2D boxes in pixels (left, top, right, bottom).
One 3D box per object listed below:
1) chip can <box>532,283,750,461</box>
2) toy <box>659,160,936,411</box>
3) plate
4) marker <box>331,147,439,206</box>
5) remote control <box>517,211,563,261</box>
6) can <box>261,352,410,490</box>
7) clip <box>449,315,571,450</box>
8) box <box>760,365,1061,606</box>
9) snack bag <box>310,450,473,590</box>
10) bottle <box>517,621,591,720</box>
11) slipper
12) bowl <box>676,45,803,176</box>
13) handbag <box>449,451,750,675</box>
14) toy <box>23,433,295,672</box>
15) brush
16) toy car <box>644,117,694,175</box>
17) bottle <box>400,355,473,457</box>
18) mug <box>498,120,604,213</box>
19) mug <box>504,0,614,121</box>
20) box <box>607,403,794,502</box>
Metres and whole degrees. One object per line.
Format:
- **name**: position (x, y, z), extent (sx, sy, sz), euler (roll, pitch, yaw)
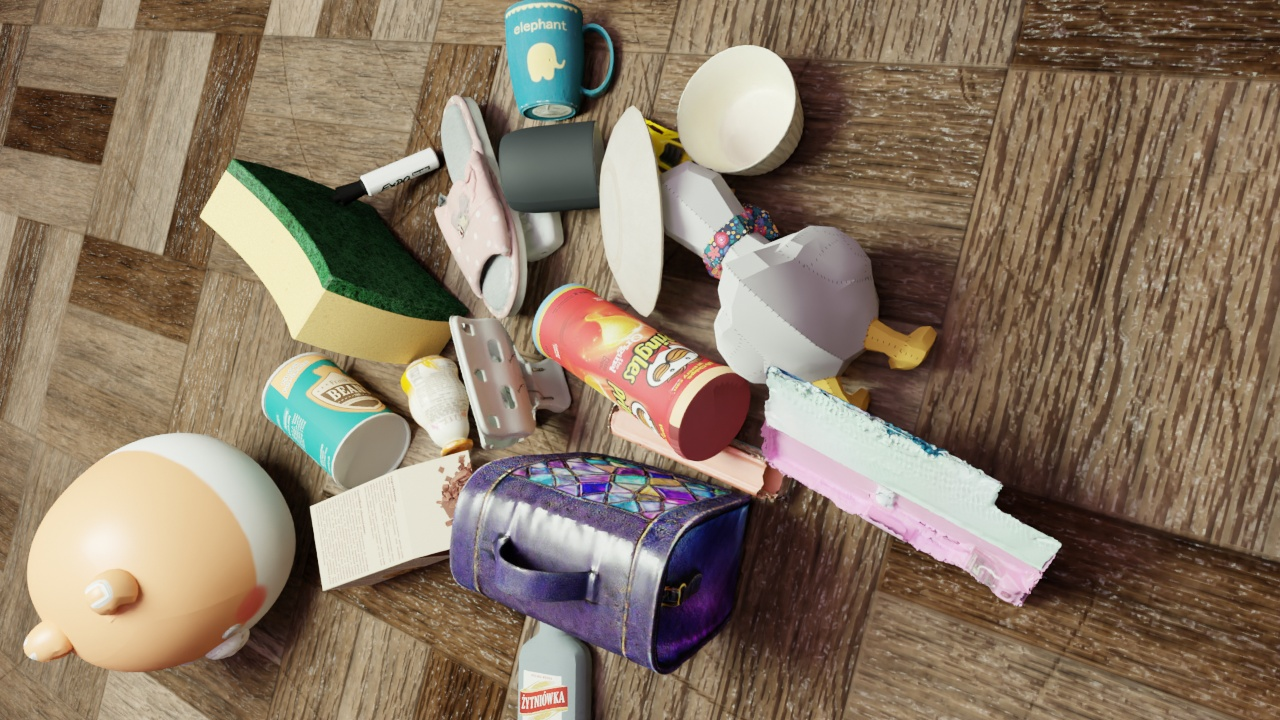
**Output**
- **chip can**: position (-0.005, 0.005, 0.836), extent (0.213, 0.087, 0.087), euler (33, 100, 41)
- **toy**: position (0.106, -0.064, 0.751), extent (0.267, 0.246, 0.141), euler (44, 105, 5)
- **plate**: position (-0.014, -0.133, 0.836), extent (0.027, 0.189, 0.188), euler (-6, 78, -11)
- **marker**: position (-0.292, -0.209, 1.049), extent (0.125, 0.025, 0.025), euler (-28, 64, -16)
- **remote control**: position (-0.120, -0.163, 0.979), extent (0.060, 0.028, 0.114), euler (-28, 70, 25)
- **can**: position (-0.346, 0.068, 1.042), extent (0.144, 0.099, 0.099), euler (33, 100, 30)
- **clip**: position (-0.135, 0.026, 0.899), extent (0.082, 0.147, 0.125), euler (-22, 73, 19)
- **box**: position (0.192, 0.089, 0.680), extent (0.230, 0.159, 0.035), euler (28, 69, 24)
- **snack bag**: position (-0.253, 0.174, 0.991), extent (0.207, 0.069, 0.094), euler (-23, 72, 26)
- **bottle**: position (-0.083, 0.305, 0.885), extent (0.072, 0.046, 0.161), euler (-4, 81, 30)
- **slipper**: position (-0.181, -0.166, 0.979), extent (0.114, 0.054, 0.274), euler (-49, 53, 49)
- **bowl**: position (0.098, -0.219, 0.838), extent (0.115, 0.062, 0.115), euler (-4, 82, 30)
- **handbag**: position (-0.035, 0.160, 0.768), extent (0.205, 0.221, 0.125), euler (12, 98, 33)
- **toy**: position (-0.539, 0.226, 1.038), extent (0.263, 0.280, 0.265), euler (-35, 95, 22)
- **brush**: position (-0.330, -0.104, 0.999), extent (0.250, 0.194, 0.075), euler (44, 106, 27)
- **toy car**: position (0.011, -0.211, 0.908), extent (0.107, 0.030, 0.049), euler (31, 100, 32)
- **bottle**: position (-0.215, 0.050, 0.988), extent (0.063, 0.063, 0.108), euler (-33, 69, 23)
- **mug**: position (-0.085, -0.202, 0.928), extent (0.094, 0.121, 0.085), euler (-4, 126, 6)
- **mug**: position (-0.083, -0.309, 0.955), extent (0.112, 0.084, 0.104), euler (-3, 88, 2)
- **box**: position (0.051, 0.081, 0.838), extent (0.187, 0.053, 0.058), euler (18, 61, 30)
